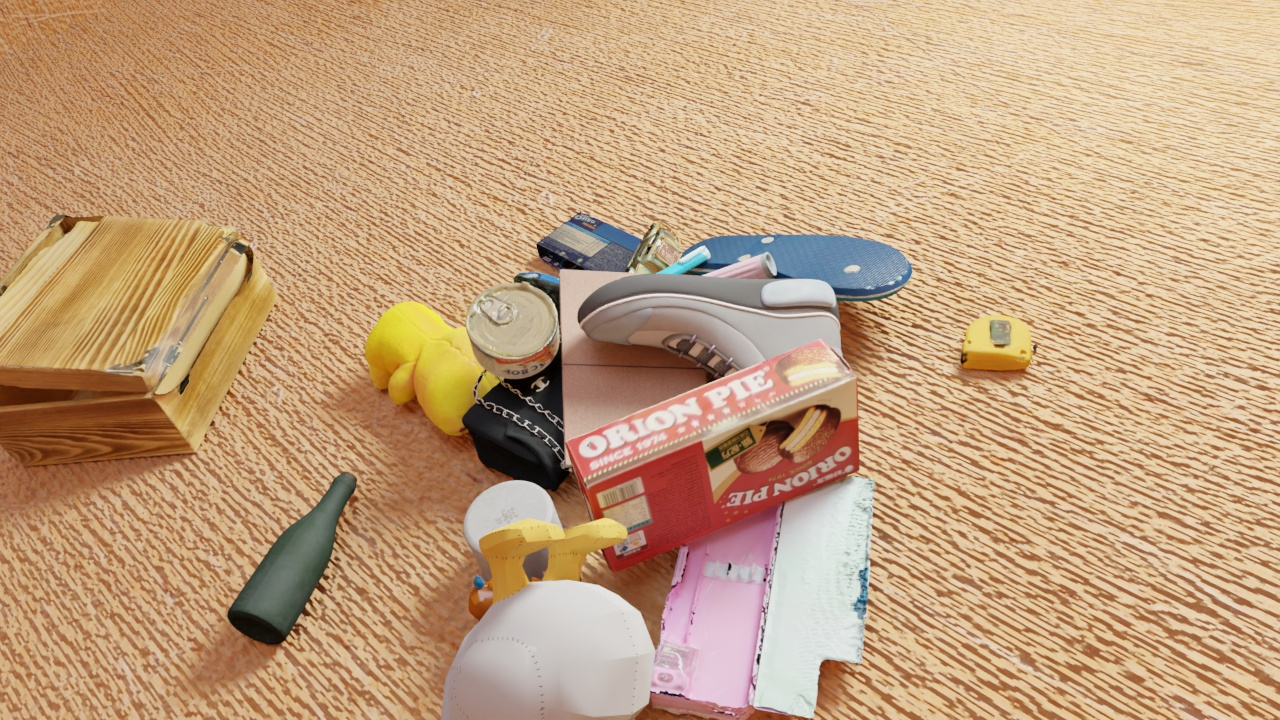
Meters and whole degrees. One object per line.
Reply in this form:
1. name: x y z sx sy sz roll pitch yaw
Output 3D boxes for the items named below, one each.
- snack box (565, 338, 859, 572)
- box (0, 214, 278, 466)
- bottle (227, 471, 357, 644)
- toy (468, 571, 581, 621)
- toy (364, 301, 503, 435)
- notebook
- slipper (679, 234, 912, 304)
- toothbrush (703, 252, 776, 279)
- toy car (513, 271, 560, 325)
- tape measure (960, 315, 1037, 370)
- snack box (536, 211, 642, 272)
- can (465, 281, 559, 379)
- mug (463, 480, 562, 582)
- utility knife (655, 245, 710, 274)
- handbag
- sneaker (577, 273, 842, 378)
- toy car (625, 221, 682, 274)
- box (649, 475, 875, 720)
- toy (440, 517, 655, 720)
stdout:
1. snack box: 0.065 0.079 0.762 0.236 0.113 0.060 -21 41 -8
2. box: -0.597 -0.037 1.072 0.247 0.176 0.278 -4 42 8
3. bottle: -0.312 0.174 0.855 0.055 0.055 0.173 3 44 18
4. toy: -0.092 0.186 0.748 0.090 0.103 0.070 10 25 -7
5. toy: -0.209 -0.004 0.991 0.194 0.087 0.134 28 53 37
6. notebook: -0.005 0.005 0.886 0.141 0.008 0.208 2 62 -11
7. slipper: 0.167 -0.093 1.008 0.295 0.060 0.118 13 43 44
8. toothbrush: 0.041 -0.071 0.996 0.223 0.027 0.026 -17 28 27
9. toy car: -0.097 -0.072 1.055 0.120 0.056 0.043 22 30 39
10. tape measure: 0.351 -0.019 0.898 0.068 0.030 0.058 4 48 18
11. snack box: -0.050 -0.131 1.125 0.082 0.027 0.150 -38 49 -26
12. can: -0.120 -0.028 0.867 0.086 0.043 0.086 1 60 -1
13. mug: -0.115 0.149 0.817 0.084 0.071 0.113 -28 46 -14
14. utility knife: 0.007 -0.083 1.017 0.168 0.015 0.022 -31 36 -14
15. handbag: -0.084 0.038 0.894 0.125 0.115 0.153 26 52 34
16. sneaker: 0.073 0.005 0.854 0.256 0.093 0.160 -2 71 -15
17. toy car: 0.018 -0.115 1.054 0.047 0.047 0.111 -17 41 58
18. box: 0.105 0.182 0.749 0.159 0.035 0.229 2 45 17
19. toy: -0.054 0.249 0.646 0.247 0.140 0.267 -19 71 36
